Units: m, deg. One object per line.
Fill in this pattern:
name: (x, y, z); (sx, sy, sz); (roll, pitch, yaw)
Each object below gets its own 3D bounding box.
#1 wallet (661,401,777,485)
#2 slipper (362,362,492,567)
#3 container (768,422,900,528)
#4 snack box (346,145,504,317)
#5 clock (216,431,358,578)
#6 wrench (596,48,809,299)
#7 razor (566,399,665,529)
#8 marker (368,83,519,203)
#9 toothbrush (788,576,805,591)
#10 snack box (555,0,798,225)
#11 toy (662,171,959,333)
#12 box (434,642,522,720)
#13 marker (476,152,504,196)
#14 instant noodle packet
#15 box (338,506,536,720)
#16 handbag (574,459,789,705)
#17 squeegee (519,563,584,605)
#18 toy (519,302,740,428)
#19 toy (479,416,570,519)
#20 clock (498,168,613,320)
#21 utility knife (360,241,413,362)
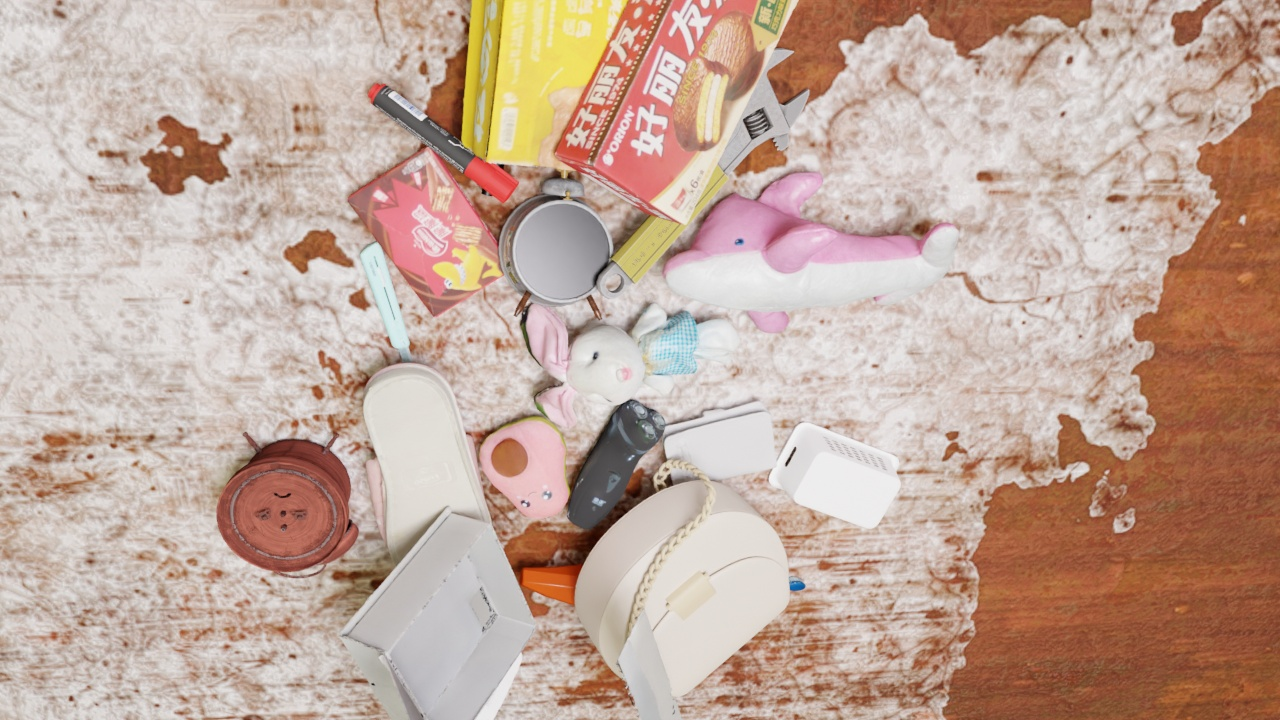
wallet: (0.080, 0.088, 0.949); (0.116, 0.032, 0.086); (-11, 124, -4)
slipper: (-0.211, 0.116, 0.906); (0.114, 0.054, 0.275); (-7, 122, -9)
container: (0.211, 0.126, 0.967); (0.129, 0.049, 0.081); (21, 108, -15)
snack box: (-0.189, -0.116, 0.835); (0.089, 0.021, 0.133); (-31, 112, 5)
clock: (-0.341, 0.150, 0.895); (0.120, 0.072, 0.158); (1, 111, -8)
wrench: (0.053, -0.163, 0.819); (0.273, 0.018, 0.083); (-48, 118, -2)
razor: (-0.026, 0.108, 0.918); (0.053, 0.064, 0.140); (28, 94, -18)
marker: (-0.170, -0.189, 0.792); (0.145, 0.021, 0.023); (37, 81, -5)
toothbrush: (0.117, 0.249, 1.026); (0.135, 0.017, 0.021); (1, 108, -5)
snack box: (0.036, -0.241, 0.742); (0.113, 0.060, 0.236); (25, 91, -41)
toy: (0.151, -0.108, 0.845); (0.265, 0.187, 0.127); (0, 71, -6)
box: (-0.219, 0.347, 0.999); (0.109, 0.137, 0.123); (36, 62, -18)
marker: (-0.120, -0.206, 0.805); (0.025, 0.025, 0.126); (13, 110, -12)
instant noodle packet: (-0.031, -0.242, 0.772); (0.221, 0.084, 0.163); (-1, 110, -30)
box: (-0.164, 0.310, 0.786); (0.150, 0.368, 0.167); (-17, 124, -1)
handbag: (0.042, 0.227, 0.936); (0.210, 0.103, 0.208); (-39, 127, -6)
squeegee: (-0.037, 0.239, 0.978); (0.184, 0.055, 0.250); (9, 111, -19)
toy: (-0.005, 0.005, 0.859); (0.205, 0.105, 0.131); (-8, 108, -4)
toy: (-0.108, 0.110, 0.919); (0.090, 0.051, 0.110); (-22, 116, 7)
clock: (-0.073, -0.113, 0.831); (0.104, 0.056, 0.148); (2, 99, -16)
utility knife: (-0.236, -0.048, 0.861); (0.022, 0.015, 0.129); (-27, 118, -30)
